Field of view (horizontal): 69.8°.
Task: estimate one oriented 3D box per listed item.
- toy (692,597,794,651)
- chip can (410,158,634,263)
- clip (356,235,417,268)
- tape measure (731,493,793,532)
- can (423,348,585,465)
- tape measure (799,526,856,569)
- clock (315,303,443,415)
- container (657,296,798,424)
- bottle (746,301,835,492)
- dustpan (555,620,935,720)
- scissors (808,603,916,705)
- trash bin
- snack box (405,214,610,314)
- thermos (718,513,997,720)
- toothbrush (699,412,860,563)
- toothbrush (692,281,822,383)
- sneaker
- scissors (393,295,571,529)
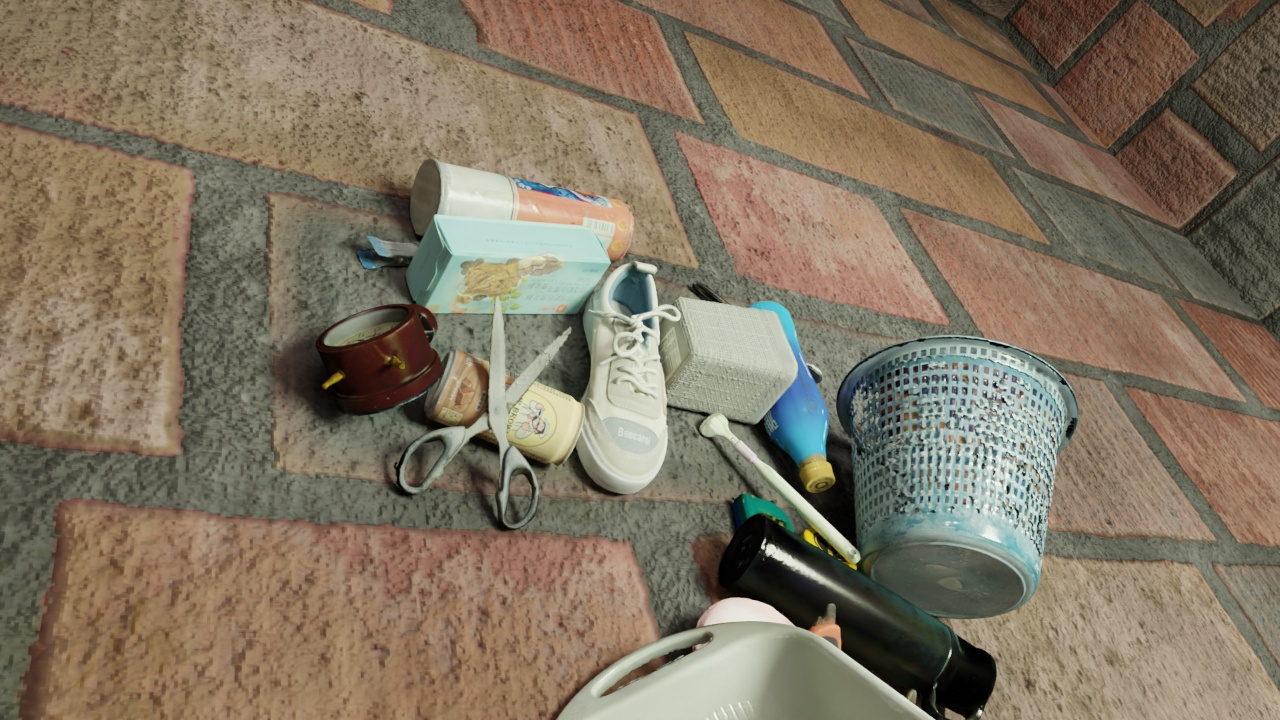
[{"bbox_3d":[0.105,0.246,0.686,0.159,0.054,0.121,28,45,-23],"label":"toy"},{"bbox_3d":[-0.111,-0.142,0.902,0.214,0.071,0.071,5,48,-36],"label":"chip can"},{"bbox_3d":[-0.218,-0.094,0.808,0.058,0.043,0.027,0,48,-49],"label":"clip"},{"bbox_3d":[0.110,0.148,0.815,0.054,0.025,0.058,17,42,-24],"label":"tape measure"},{"bbox_3d":[-0.107,0.038,0.725,0.116,0.059,0.058,24,39,-18],"label":"can"},{"bbox_3d":[0.165,0.178,0.824,0.057,0.029,0.060,27,23,-9],"label":"tape measure"},{"bbox_3d":[-0.193,-0.007,0.682,0.082,0.055,0.121,-15,26,2],"label":"clock"},{"bbox_3d":[0.073,-0.002,0.892,0.114,0.090,0.090,11,44,-27],"label":"container"},{"bbox_3d":[0.149,0.035,0.931,0.065,0.065,0.218,14,43,-29],"label":"bottle"},{"bbox_3d":[0.048,0.227,0.514,0.222,0.258,0.142,-22,77,-15],"label":"dustpan"},{"bbox_3d":[0.130,0.281,0.644,0.189,0.015,0.226,23,64,-29],"label":"scissors"},{"bbox_3d":[0.286,0.121,0.854,0.226,0.227,0.194,29,51,-12],"label":"trash bin"},{"bbox_3d":[-0.117,-0.084,0.832,0.174,0.074,0.051,-2,52,-40],"label":"snack box"},{"bbox_3d":[0.183,0.221,0.758,0.242,0.069,0.089,31,32,-8],"label":"thermos"},{"bbox_3d":[0.128,0.116,0.841,0.029,0.020,0.189,-37,64,-21],"label":"toothbrush"},{"bbox_3d":[0.131,-0.033,1.031,0.181,0.016,0.018,36,31,-3],"label":"toothbrush"},{"bbox_3d":[-0.005,0.005,0.818,0.089,0.091,0.241,19,41,-22],"label":"sneaker"},{"bbox_3d":[-0.111,0.043,0.686,0.159,0.014,0.180,-17,90,-23],"label":"scissors"}]
